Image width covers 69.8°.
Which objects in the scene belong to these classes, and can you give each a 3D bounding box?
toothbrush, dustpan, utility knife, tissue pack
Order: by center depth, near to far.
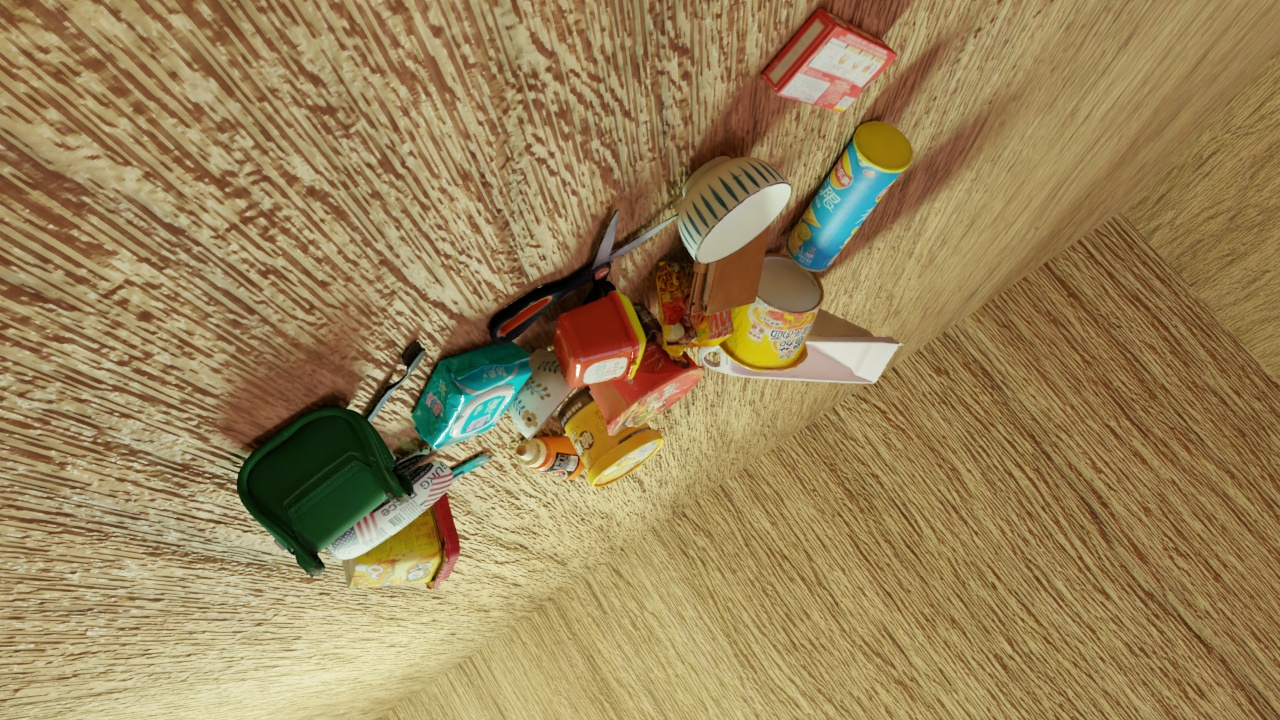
[{"bbox_3d":[-0.252,0.039,0.887,0.190,0.016,0.014,-44,171,38],"label":"toothbrush"},{"bbox_3d":[-0.175,0.035,0.953,0.093,0.050,0.134,-20,158,-40],"label":"tissue pack"},{"bbox_3d":[-0.266,0.163,1.203,0.166,0.013,0.029,-28,158,-22],"label":"utility knife"},{"bbox_3d":[0.240,0.003,1.433,0.138,0.273,0.223,-58,165,-12],"label":"dustpan"}]

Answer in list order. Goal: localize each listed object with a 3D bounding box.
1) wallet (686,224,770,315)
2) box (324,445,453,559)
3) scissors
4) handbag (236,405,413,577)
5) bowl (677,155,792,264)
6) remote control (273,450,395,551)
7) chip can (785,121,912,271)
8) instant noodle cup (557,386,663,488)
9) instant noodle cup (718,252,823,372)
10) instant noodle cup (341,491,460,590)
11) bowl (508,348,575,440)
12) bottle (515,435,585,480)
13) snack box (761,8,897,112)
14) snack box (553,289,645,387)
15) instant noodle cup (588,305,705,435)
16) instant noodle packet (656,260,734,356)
[{"bbox_3d":[0.100,-0.118,1.009,0.107,0.031,0.132,-18,125,-41],"label":"wallet"},{"bbox_3d":[-0.285,0.168,1.038,0.163,0.082,0.075,-35,175,-9],"label":"box"},{"bbox_3d":[-0.052,-0.077,0.933,0.233,0.021,0.221,-32,164,-7],"label":"scissors"},{"bbox_3d":[-0.284,0.113,0.829,0.131,0.120,0.068,-40,167,-9],"label":"handbag"},{"bbox_3d":[0.082,-0.156,0.897,0.116,0.066,0.116,-33,165,-10],"label":"bowl"},{"bbox_3d":[-0.329,0.151,0.990,0.150,0.021,0.058,-38,-169,7],"label":"remote control"},{"bbox_3d":[0.248,-0.193,1.116,0.071,0.071,0.211,-27,162,-27],"label":"chip can"},{"bbox_3d":[-0.046,0.099,1.279,0.118,0.114,0.118,-32,164,-10],"label":"instant noodle cup"},{"bbox_3d":[0.176,-0.070,1.233,0.137,0.138,0.110,-25,153,-33],"label":"instant noodle cup"},{"bbox_3d":[-0.301,0.223,1.130,0.123,0.116,0.116,-5,146,-30],"label":"instant noodle cup"},{"bbox_3d":[-0.108,0.026,1.017,0.113,0.062,0.113,-47,-178,2],"label":"bowl"},{"bbox_3d":[-0.134,0.136,1.321,0.067,0.066,0.149,-39,157,13],"label":"bottle"},{"bbox_3d":[0.175,-0.268,0.835,0.075,0.025,0.152,-46,161,30],"label":"snack box"},{"bbox_3d":[-0.044,-0.016,0.945,0.080,0.082,0.091,-17,159,-17],"label":"snack box"},{"bbox_3d":[-0.007,0.006,1.104,0.137,0.108,0.138,-31,165,-9],"label":"instant noodle cup"},{"bbox_3d":[0.066,-0.065,1.069,0.044,0.111,0.128,-2,-174,33],"label":"instant noodle packet"}]
